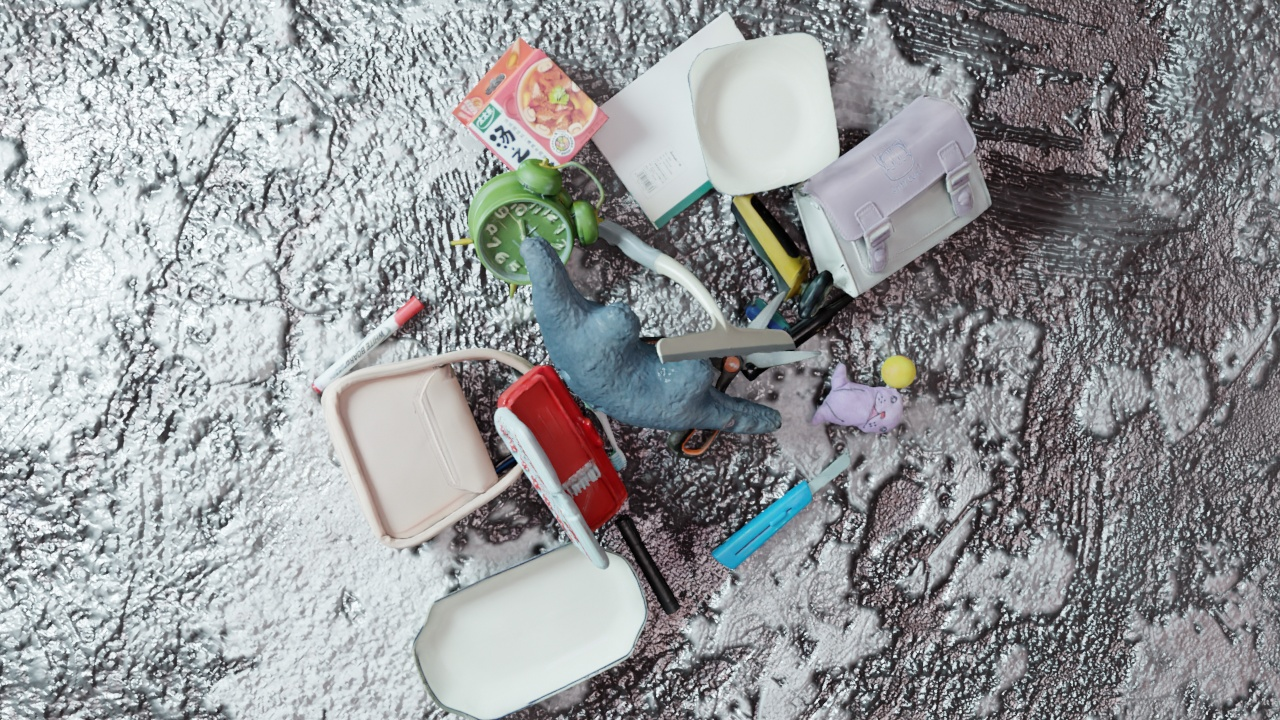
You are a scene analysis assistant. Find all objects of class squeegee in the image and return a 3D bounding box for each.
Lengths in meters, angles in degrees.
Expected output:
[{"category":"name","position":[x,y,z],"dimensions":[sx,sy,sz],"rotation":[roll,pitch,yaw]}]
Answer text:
[{"category":"squeegee","position":[0.025,-0.092,0.965],"dimensions":[0.245,0.246,0.039],"rotation":[-5,131,-51]}]

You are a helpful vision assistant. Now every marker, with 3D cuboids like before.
[{"category":"marker","position":[0.009,0.240,1.076],"dimensions":[0.020,0.022,0.132],"rotation":[-41,107,-51]},{"category":"marker","position":[-0.293,-0.017,0.988],"dimensions":[0.145,0.017,0.017],"rotation":[-41,102,-5]}]

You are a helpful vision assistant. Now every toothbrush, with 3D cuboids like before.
[{"category":"toothbrush","position":[0.207,-0.047,1.087],"dimensions":[0.212,0.027,0.026],"rotation":[-36,146,-7]},{"category":"toothbrush","position":[-0.062,0.021,1.036],"dimensions":[0.027,0.027,0.224],"rotation":[-33,105,-45]},{"category":"toothbrush","position":[-0.141,0.109,1.037],"dimensions":[0.189,0.016,0.014],"rotation":[-34,104,-4]}]

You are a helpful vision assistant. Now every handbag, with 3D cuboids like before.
[{"category":"handbag","position":[-0.203,0.075,0.986],"dimensions":[0.234,0.093,0.193],"rotation":[-22,99,-14]},{"category":"handbag","position":[0.283,-0.185,1.036],"dimensions":[0.197,0.098,0.145],"rotation":[-34,117,-7]}]

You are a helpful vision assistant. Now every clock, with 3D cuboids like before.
[{"category":"clock","position":[-0.110,-0.146,0.962],"dimensions":[0.161,0.056,0.116],"rotation":[-37,122,16]}]

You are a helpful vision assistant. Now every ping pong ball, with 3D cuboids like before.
[{"category":"ping pong ball","position":[0.311,0.014,1.106],"dimensions":[0.040,0.040,0.040],"rotation":[-1,96,-12]}]

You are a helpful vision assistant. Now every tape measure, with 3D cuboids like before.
[{"category":"tape measure","position":[0.147,-0.048,1.057],"dimensions":[0.058,0.054,0.025],"rotation":[41,87,-3]}]

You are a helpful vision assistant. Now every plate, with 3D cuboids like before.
[{"category":"plate","position":[-0.124,0.303,1.048],"dimensions":[0.265,0.034,0.162],"rotation":[-23,100,-9]},{"category":"plate","position":[0.137,-0.274,1.030],"dimensions":[0.163,0.034,0.164],"rotation":[-14,101,-10]}]

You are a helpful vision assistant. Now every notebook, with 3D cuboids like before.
[{"category":"notebook","position":[0.057,-0.269,1.037],"dimensions":[0.209,0.012,0.150],"rotation":[-38,103,-5]}]

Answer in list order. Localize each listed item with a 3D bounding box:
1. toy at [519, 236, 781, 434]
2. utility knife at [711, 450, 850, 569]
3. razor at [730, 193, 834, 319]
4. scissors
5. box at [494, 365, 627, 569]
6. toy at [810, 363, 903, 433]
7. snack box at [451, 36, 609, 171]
[{"category":"toy","position":[-0.006,0.006,0.975],"dimensions":[0.356,0.091,0.138],"rotation":[33,125,-21]},{"category":"utility knife","position":[0.175,0.179,1.107],"dimensions":[0.209,0.018,0.034],"rotation":[-38,101,-7]},{"category":"razor","position":[0.161,-0.127,1.053],"dimensions":[0.167,0.068,0.062],"rotation":[53,44,-6]},{"category":"scissors","position":[0.082,0.012,1.041],"dimensions":[0.230,0.021,0.221],"rotation":[17,105,-1]},{"category":"box","position":[-0.073,0.114,0.972],"dimensions":[0.112,0.100,0.201],"rotation":[-42,120,-26]},{"category":"toy","position":[0.266,0.052,1.099],"dimensions":[0.108,0.039,0.084],"rotation":[15,109,-12]},{"category":"snack box","position":[-0.118,-0.261,0.977],"dimensions":[0.127,0.044,0.113],"rotation":[42,95,-13]}]
